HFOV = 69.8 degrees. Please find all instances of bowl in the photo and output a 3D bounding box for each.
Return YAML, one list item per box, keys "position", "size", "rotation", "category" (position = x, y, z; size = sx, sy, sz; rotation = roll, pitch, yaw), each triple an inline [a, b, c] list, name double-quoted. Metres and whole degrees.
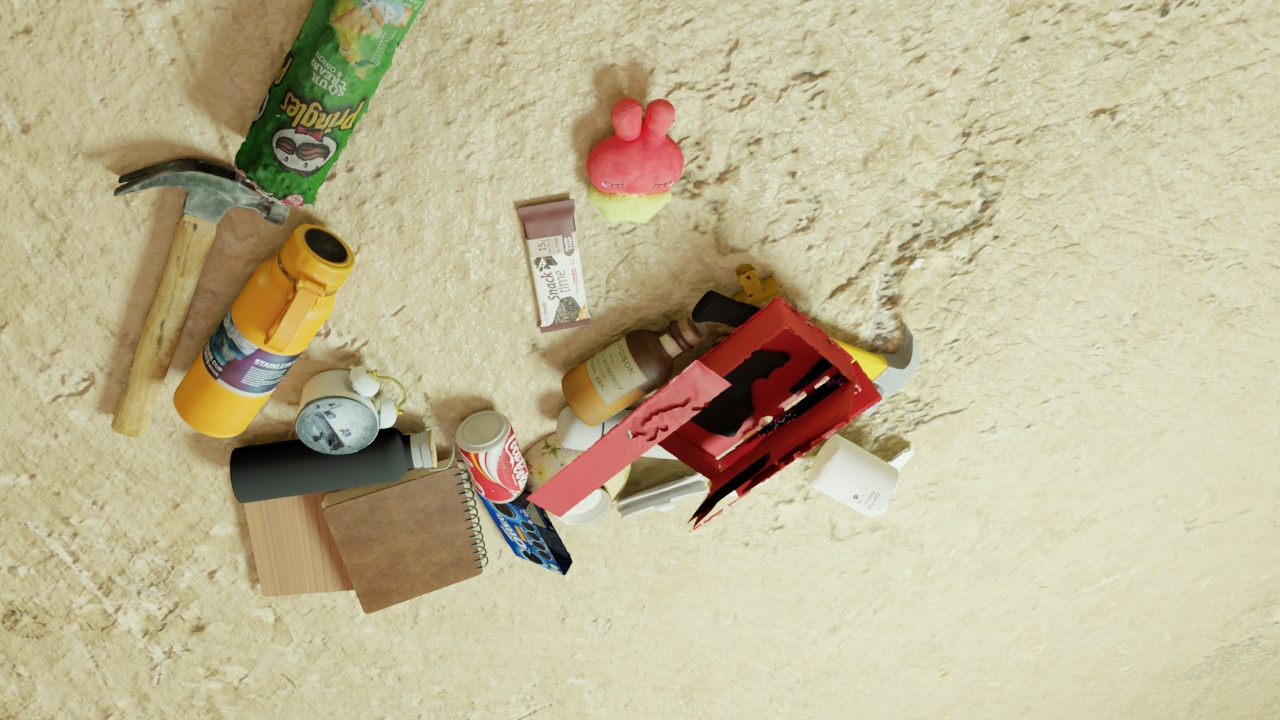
- position: [-0.075, 0.155, 1.117]
  size: [0.145, 0.063, 0.145]
  rotation: [-8, 133, -9]
  category: "bowl"

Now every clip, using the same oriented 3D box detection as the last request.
- position: [0.120, -0.079, 0.985]
  size: [0.054, 0.044, 0.049]
  rotation: [-24, 158, 9]
  category: "clip"

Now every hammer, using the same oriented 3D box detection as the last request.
- position: [0.194, -0.020, 1.039]
  size: [0.323, 0.029, 0.127]
  rotation: [18, 127, -33]
  category: "hammer"
- position: [-0.444, -0.046, 0.858]
  size: [0.132, 0.033, 0.331]
  rotation: [17, 125, -30]
  category: "hammer"

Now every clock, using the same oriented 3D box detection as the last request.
- position: [-0.304, 0.050, 0.964]
  size: [0.117, 0.057, 0.083]
  rotation: [-18, 133, 1]
  category: "clock"

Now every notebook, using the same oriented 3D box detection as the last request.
- position: [-0.278, 0.215, 1.117]
  size: [0.167, 0.024, 0.226]
  rotation: [-17, 137, -16]
  category: "notebook"
- position: [-0.380, 0.212, 1.113]
  size: [0.169, 0.022, 0.211]
  rotation: [-1, 131, -14]
  category: "notebook"

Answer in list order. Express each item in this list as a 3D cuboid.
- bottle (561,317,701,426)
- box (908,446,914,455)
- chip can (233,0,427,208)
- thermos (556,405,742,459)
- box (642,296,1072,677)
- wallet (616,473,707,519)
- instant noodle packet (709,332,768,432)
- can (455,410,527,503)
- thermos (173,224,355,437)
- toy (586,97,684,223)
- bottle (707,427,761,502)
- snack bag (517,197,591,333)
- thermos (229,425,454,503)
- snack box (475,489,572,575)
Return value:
- position: [-0.006, 0.006, 0.999]
  size: [0.157, 0.067, 0.068]
  rotation: [-33, 131, 14]
  category: "bottle"
- position: [0.295, 0.140, 1.208]
  size: [0.137, 0.143, 0.083]
  rotation: [30, 119, -1]
  category: "box"
- position: [-0.241, -0.227, 0.721]
  size: [0.075, 0.075, 0.224]
  rotation: [23, 122, -31]
  category: "chip can"
- position: [0.011, 0.088, 1.088]
  size: [0.224, 0.052, 0.052]
  rotation: [7, 129, -21]
  category: "thermos"
- position: [0.243, 0.175, 1.021]
  size: [0.216, 0.140, 0.511]
  rotation: [-39, 103, 25]
  category: "box"
- position: [0.027, 0.173, 1.159]
  size: [0.116, 0.032, 0.086]
  rotation: [-19, 176, 2]
  category: "wallet"
- position: [0.113, 0.027, 1.072]
  size: [0.135, 0.039, 0.099]
  rotation: [24, 114, -31]
  category: "instant noodle packet"
- position: [-0.169, 0.112, 1.052]
  size: [0.064, 0.064, 0.105]
  rotation: [-14, 133, -3]
  category: "can"
- position: [-0.350, -0.021, 0.865]
  size: [0.233, 0.091, 0.076]
  rotation: [-45, 155, 24]
  category: "thermos"
- position: [-0.003, -0.182, 0.845]
  size: [0.091, 0.045, 0.135]
  rotation: [-1, 137, -17]
  category: "toy"
- position: [0.133, 0.134, 1.155]
  size: [0.063, 0.063, 0.109]
  rotation: [28, 120, -34]
  category: "bottle"
- position: [-0.085, -0.091, 0.927]
  size: [0.057, 0.013, 0.158]
  rotation: [-9, 133, -5]
  category: "snack bag"
- position: [-0.322, 0.110, 1.010]
  size: [0.231, 0.061, 0.061]
  rotation: [-7, 133, -9]
  category: "thermos"
- position: [-0.143, 0.207, 1.139]
  size: [0.082, 0.027, 0.150]
  rotation: [13, 141, 31]
  category: "snack box"
